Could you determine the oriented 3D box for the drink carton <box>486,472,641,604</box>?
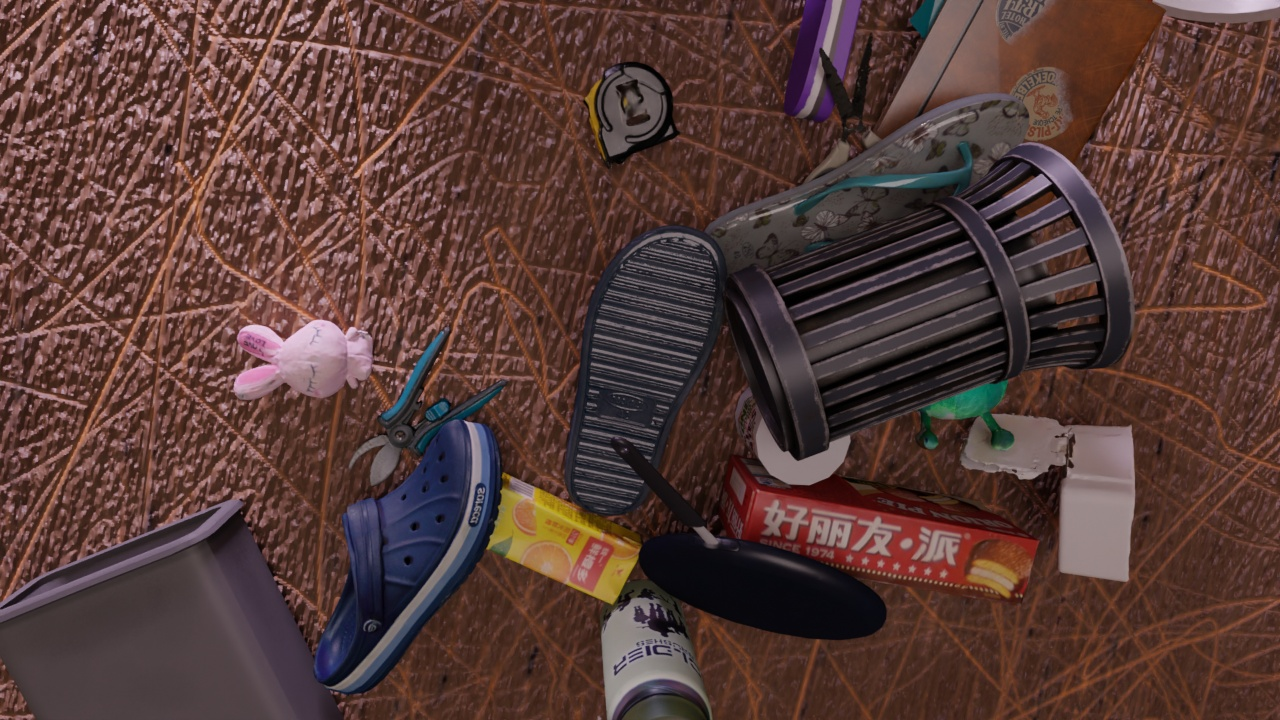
[{"bbox_3d":[-0.070,0.152,0.782,0.134,0.043,0.058,26,98,-7],"label":"drink carton"}]

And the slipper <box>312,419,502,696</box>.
[{"bbox_3d":[-0.200,0.158,0.735,0.095,0.105,0.253,28,99,-27],"label":"slipper"}]

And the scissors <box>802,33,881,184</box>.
[{"bbox_3d":[0.164,-0.166,0.716,0.158,0.012,0.163,22,127,-30],"label":"scissors"}]

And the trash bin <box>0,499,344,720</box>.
[{"bbox_3d":[-0.379,0.255,0.747,0.192,0.097,0.220,-22,101,-1],"label":"trash bin"}]

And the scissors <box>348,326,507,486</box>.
[{"bbox_3d":[-0.180,0.037,0.768,0.156,0.019,0.124,-9,98,-4],"label":"scissors"}]

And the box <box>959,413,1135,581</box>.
[{"bbox_3d":[0.340,0.103,0.775,0.137,0.108,0.128,0,122,24],"label":"box"}]

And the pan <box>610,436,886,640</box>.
[{"bbox_3d":[0.060,0.144,0.673,0.199,0.356,0.021,1,58,30],"label":"pan"}]

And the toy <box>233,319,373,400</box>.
[{"bbox_3d":[-0.274,0.000,0.741,0.110,0.047,0.063,-5,90,0],"label":"toy"}]

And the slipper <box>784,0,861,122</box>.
[{"bbox_3d":[0.186,-0.313,0.699,0.084,0.107,0.267,12,104,-5],"label":"slipper"}]

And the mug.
[{"bbox_3d":[0.137,0.049,0.757,0.105,0.089,0.073,-22,99,-1],"label":"mug"}]

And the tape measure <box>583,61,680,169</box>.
[{"bbox_3d":[-0.008,-0.200,0.734,0.071,0.042,0.072,-23,97,2],"label":"tape measure"}]

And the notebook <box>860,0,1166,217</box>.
[{"bbox_3d":[0.287,-0.219,0.744,0.178,0.014,0.250,24,106,-8],"label":"notebook"}]

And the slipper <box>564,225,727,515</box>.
[{"bbox_3d":[-0.004,0.004,0.752,0.101,0.082,0.264,15,116,-5],"label":"slipper"}]

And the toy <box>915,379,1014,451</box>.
[{"bbox_3d":[0.258,-0.019,0.761,0.131,0.072,0.193,-5,96,13],"label":"toy"}]

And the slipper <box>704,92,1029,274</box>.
[{"bbox_3d":[0.180,-0.116,0.723,0.269,0.054,0.098,-23,138,15],"label":"slipper"}]

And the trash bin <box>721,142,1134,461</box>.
[{"bbox_3d":[0.185,-0.032,0.640,0.227,0.164,0.164,-21,99,0],"label":"trash bin"}]

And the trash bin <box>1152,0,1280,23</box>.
[{"bbox_3d":[0.458,-0.395,0.678,0.195,0.195,0.199,23,86,-7],"label":"trash bin"}]

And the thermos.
[{"bbox_3d":[0.006,0.249,0.706,0.082,0.231,0.082,-1,99,-4],"label":"thermos"}]

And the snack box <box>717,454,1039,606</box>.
[{"bbox_3d":[0.191,0.139,0.763,0.236,0.113,0.060,11,97,-6],"label":"snack box"}]
